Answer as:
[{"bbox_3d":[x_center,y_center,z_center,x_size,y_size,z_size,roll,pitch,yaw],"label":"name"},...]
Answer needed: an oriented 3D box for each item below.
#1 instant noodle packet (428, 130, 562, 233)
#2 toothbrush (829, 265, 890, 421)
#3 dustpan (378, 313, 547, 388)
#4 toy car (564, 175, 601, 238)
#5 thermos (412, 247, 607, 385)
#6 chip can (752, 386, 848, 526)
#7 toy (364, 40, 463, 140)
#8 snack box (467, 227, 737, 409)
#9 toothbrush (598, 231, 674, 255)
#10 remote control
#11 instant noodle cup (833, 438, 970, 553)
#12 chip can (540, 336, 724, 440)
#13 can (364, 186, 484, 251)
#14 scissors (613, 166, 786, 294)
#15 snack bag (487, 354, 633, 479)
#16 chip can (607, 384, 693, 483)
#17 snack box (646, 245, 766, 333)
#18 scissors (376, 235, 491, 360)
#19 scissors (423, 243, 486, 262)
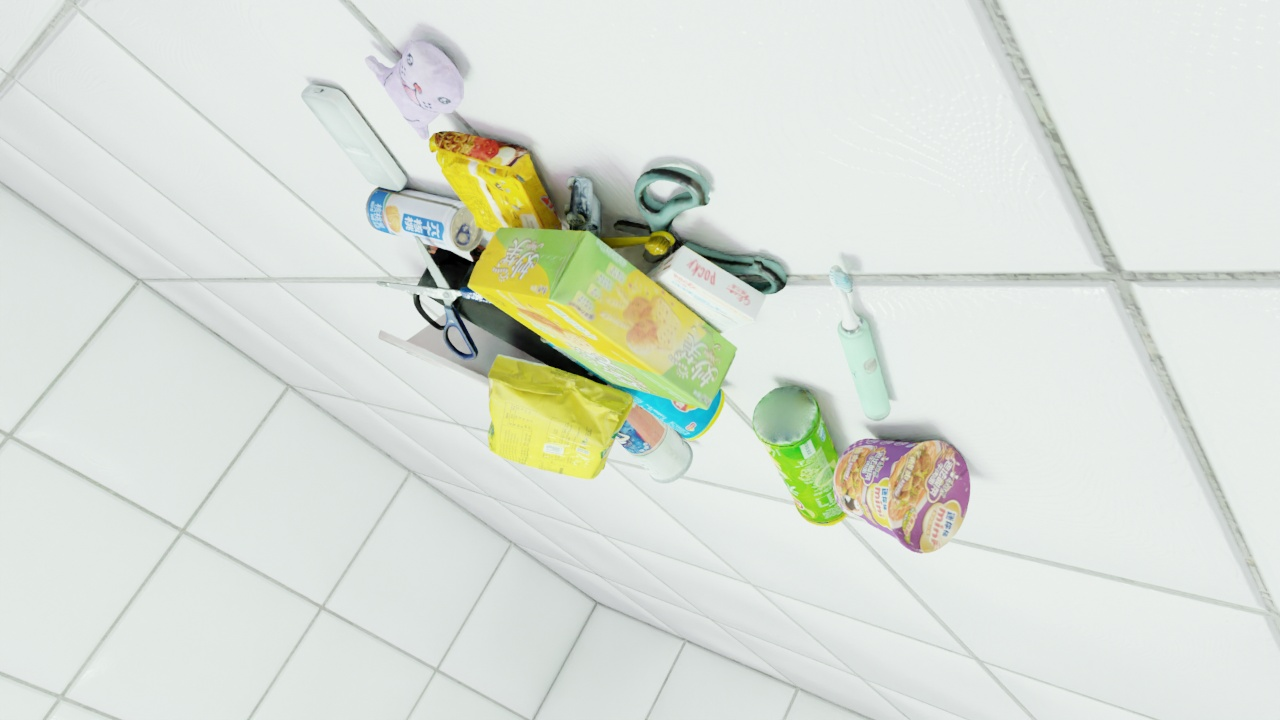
[{"bbox_3d":[-0.129,-0.156,0.860,0.111,0.044,0.128,22,159,24],"label":"instant noodle packet"},{"bbox_3d":[0.188,-0.012,0.789,0.027,0.026,0.224,42,171,39],"label":"toothbrush"},{"bbox_3d":[-0.211,0.030,1.211,0.223,0.138,0.273,14,141,55],"label":"dustpan"},{"bbox_3d":[-0.052,-0.130,0.820,0.034,0.043,0.091,3,163,-4],"label":"toy car"},{"bbox_3d":[-0.142,-0.039,1.063,0.242,0.090,0.068,28,-164,-11],"label":"thermos"},{"bbox_3d":[0.183,0.109,1.015,0.073,0.072,0.221,17,156,32],"label":"chip can"},{"bbox_3d":[-0.184,-0.232,0.765,0.084,0.038,0.108,52,154,-22],"label":"toy"},{"bbox_3d":[-0.035,-0.040,0.856,0.210,0.070,0.158,36,166,-35],"label":"snack box"},{"bbox_3d":[-0.025,-0.105,0.845,0.015,0.016,0.190,43,163,-26],"label":"toothbrush"},{"bbox_3d":[-0.293,-0.229,0.949,0.056,0.020,0.136,17,156,30],"label":"remote control"},{"bbox_3d":[0.256,0.126,0.921,0.111,0.111,0.099,41,167,-26],"label":"instant noodle cup"},{"bbox_3d":[-0.006,0.006,1.019,0.210,0.071,0.071,35,160,-20],"label":"chip can"},{"bbox_3d":[-0.234,-0.154,0.994,0.135,0.053,0.053,17,156,32],"label":"can"},{"bbox_3d":[0.054,-0.098,0.781,0.181,0.019,0.171,31,160,-5],"label":"scissors"},{"bbox_3d":[-0.101,0.075,1.063,0.158,0.068,0.247,15,158,-3],"label":"snack bag"},{"bbox_3d":[-0.009,0.080,1.215,0.071,0.071,0.215,11,152,42],"label":"chip can"},{"bbox_3d":[0.048,-0.057,0.838,0.084,0.026,0.157,30,168,-9],"label":"snack box"},{"bbox_3d":[-0.204,-0.064,1.004,0.173,0.012,0.163,8,132,2],"label":"scissors"},{"bbox_3d":[-0.177,-0.086,1.132,0.189,0.015,0.227,23,158,19],"label":"scissors"}]
